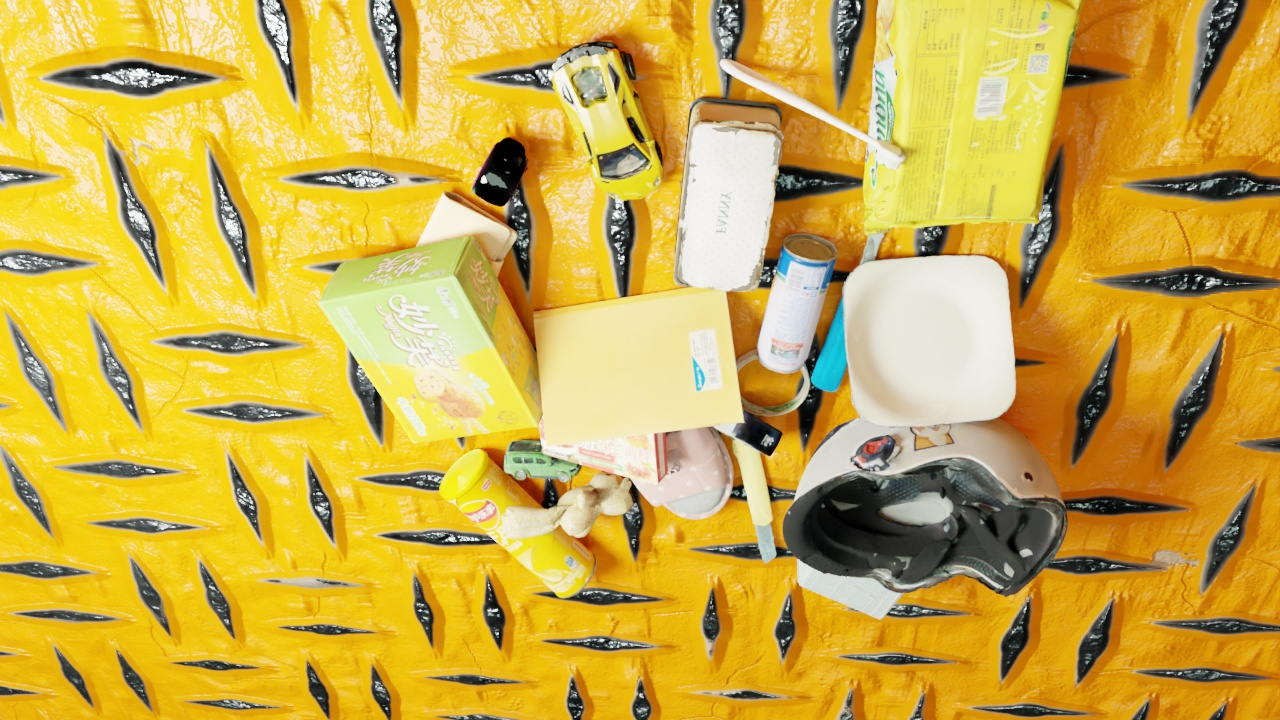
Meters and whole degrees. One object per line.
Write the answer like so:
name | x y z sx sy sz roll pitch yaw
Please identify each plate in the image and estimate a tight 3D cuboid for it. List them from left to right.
plate | 0.278 -0.018 0.895 0.163 0.034 0.164 -3 87 -2

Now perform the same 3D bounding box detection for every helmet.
helmet | 0.294 0.129 0.962 0.274 0.156 0.230 -3 137 22

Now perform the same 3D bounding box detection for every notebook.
notebook | -0.006 0.005 0.938 0.206 0.010 0.145 -9 83 11

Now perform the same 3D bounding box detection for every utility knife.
utility knife | 0.138 0.165 1.088 0.031 0.022 0.216 -8 118 12
utility knife | 0.214 -0.057 0.921 0.034 0.018 0.219 0 127 -17

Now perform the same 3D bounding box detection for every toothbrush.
toothbrush | 0.144 -0.211 0.780 0.180 0.016 0.016 33 141 12

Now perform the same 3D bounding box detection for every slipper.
slipper | 0.024 0.083 1.019 0.114 0.054 0.274 -16 121 17

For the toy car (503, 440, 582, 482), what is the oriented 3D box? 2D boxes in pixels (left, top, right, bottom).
toy car | -0.113 0.115 1.063 0.091 0.043 0.036 5 125 2

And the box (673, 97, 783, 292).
box | 0.078 -0.154 0.841 0.090 0.061 0.185 7 124 0

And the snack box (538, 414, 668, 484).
snack box | -0.043 0.081 0.997 0.153 0.025 0.075 12 122 29

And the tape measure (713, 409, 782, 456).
tape measure | 0.113 0.074 0.996 0.066 0.066 0.033 29 87 -13

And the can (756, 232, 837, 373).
can | 0.153 -0.055 0.907 0.053 0.053 0.135 9 126 0

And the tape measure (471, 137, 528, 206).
tape measure | -0.128 -0.172 0.850 0.039 0.057 0.058 28 115 -15

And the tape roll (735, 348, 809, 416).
tape roll | 0.139 0.023 0.989 0.086 0.013 0.086 3 126 4

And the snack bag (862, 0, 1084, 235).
snack bag | 0.276 -0.219 0.769 0.158 0.068 0.247 0 125 6

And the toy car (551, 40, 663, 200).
toy car | -0.026 -0.210 0.823 0.071 0.041 0.156 -13 124 15

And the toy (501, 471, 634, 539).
toy | -0.083 0.171 1.063 0.157 0.066 0.105 -13 144 -18

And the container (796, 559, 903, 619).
container | 0.250 0.232 1.084 0.111 0.090 0.090 21 124 -6

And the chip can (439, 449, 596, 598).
chip can | -0.144 0.199 1.111 0.072 0.071 0.213 -30 118 24

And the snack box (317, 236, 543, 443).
snack box | -0.205 -0.014 0.946 0.158 0.069 0.210 -8 130 18

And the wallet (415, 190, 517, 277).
wallet | -0.182 -0.105 0.925 0.087 0.024 0.115 27 124 -16
